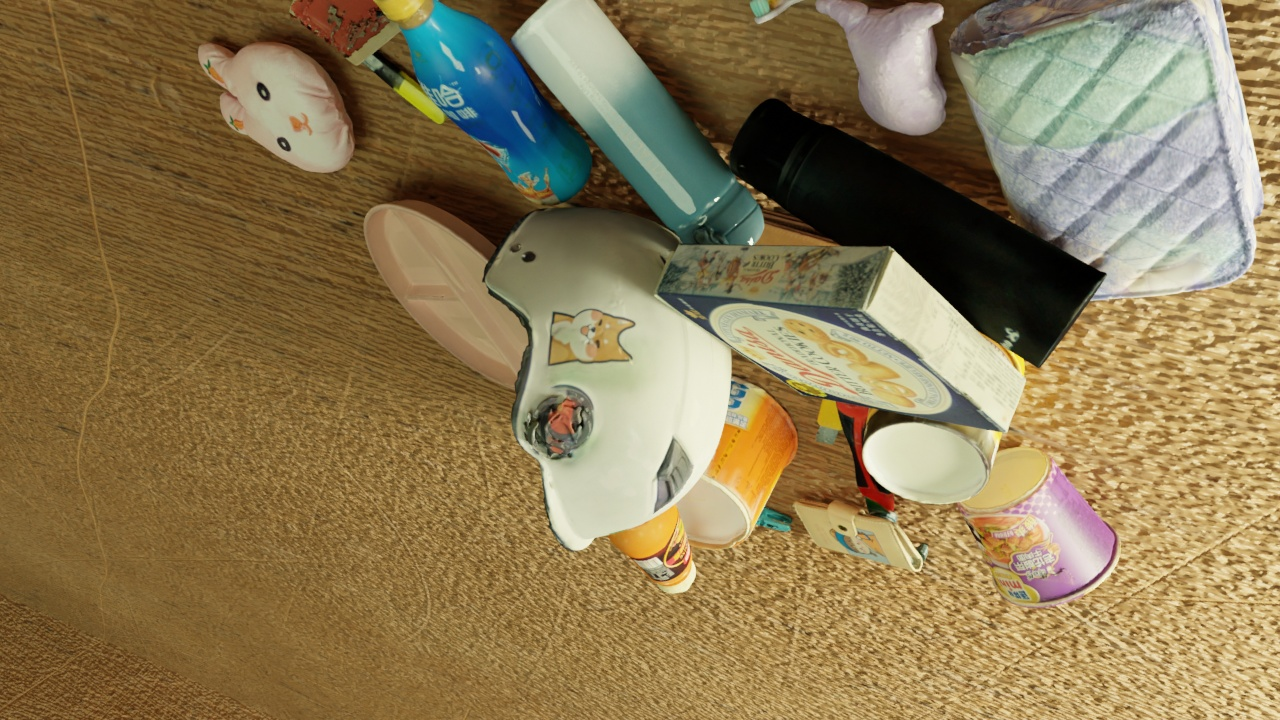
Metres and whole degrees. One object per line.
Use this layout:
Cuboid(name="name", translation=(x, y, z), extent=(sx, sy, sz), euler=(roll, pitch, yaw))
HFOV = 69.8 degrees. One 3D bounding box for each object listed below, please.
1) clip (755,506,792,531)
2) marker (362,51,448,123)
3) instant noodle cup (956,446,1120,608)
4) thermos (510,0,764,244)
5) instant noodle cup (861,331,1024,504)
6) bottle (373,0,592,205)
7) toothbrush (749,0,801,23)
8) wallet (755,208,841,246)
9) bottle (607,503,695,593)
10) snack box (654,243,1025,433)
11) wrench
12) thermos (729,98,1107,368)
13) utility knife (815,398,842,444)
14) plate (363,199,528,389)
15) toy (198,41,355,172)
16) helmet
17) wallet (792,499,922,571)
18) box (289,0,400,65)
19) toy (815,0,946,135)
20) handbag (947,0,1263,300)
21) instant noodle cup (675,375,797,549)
Cuboid(name="clip", translation=(0.135, 0.167, 0.981), extent=(0.057, 0.047, 0.014), euler=(19, 139, 7))
Cuboid(name="marker", translation=(-0.208, -0.238, 0.751), extent=(0.124, 0.015, 0.018), euler=(38, 139, -7))
Cuboid(name="instant noodle cup", translation=(0.326, 0.135, 0.774), extent=(0.112, 0.111, 0.099), euler=(-23, 111, 44))
Cuboid(name="thermos", translation=(0.003, -0.161, 0.651), extent=(0.220, 0.070, 0.070), euler=(48, 137, -13))
Cuboid(name="instant noodle cup", translation=(0.231, 0.039, 0.715), extent=(0.118, 0.114, 0.119), euler=(16, 139, 14))
Cuboid(name="bottle", translation=(-0.107, -0.188, 0.643), extent=(0.065, 0.065, 0.218), euler=(4, 160, 26))
Cuboid(name="toothbrush", translation=(0.152, -0.240, 0.539), extent=(0.190, 0.029, 0.021), euler=(-8, 169, 34))
Cuboid(name="wallet", translation=(0.112, -0.057, 0.743), extent=(0.108, 0.031, 0.132), euler=(18, 134, 15))
Cuboid(name="bottle", translation=(0.017, 0.173, 0.849), extent=(0.067, 0.066, 0.149), euler=(3, 141, 28))
Cuboid(name="snack box", translation=(0.132, -0.017, 0.615), extent=(0.178, 0.045, 0.183), euler=(31, 166, -37))
Cuboid(name="wrench", translation=(0.220, 0.111, 0.856), extent=(0.056, 0.016, 0.273), euler=(6, 141, 34))
Cuboid(name="thermos", translation=(0.175, -0.089, 0.607), extent=(0.242, 0.068, 0.090), euler=(37, -175, 22))
Cuboid(name="utility knife", translation=(0.175, 0.019, 0.802), extent=(0.033, 0.015, 0.181), euler=(34, 145, 25))
Cuboid(name="plate", translation=(-0.165, -0.060, 0.863), extent=(0.229, 0.028, 0.230), euler=(31, 152, 19))
Cuboid(name="toy", translation=(-0.321, -0.224, 0.804), extent=(0.160, 0.054, 0.121), euler=(18, 139, 24))
Cuboid(name="helmet", translation=(-0.004, 0.004, 0.729), extent=(0.157, 0.230, 0.274), euler=(-11, 87, 13))
Cuboid(name="wallet", translation=(0.214, 0.171, 0.916), extent=(0.115, 0.024, 0.087), euler=(8, 146, 46))
Cuboid(name="box", translation=(-0.170, -0.280, 0.611), extent=(0.169, 0.091, 0.075), euler=(-18, 143, 41))
Cuboid(name="toy", translation=(0.156, -0.180, 0.570), extent=(0.084, 0.039, 0.108), euler=(26, 167, 37))
Cuboid(name="handbag", translation=(0.277, -0.128, 0.542), extent=(0.134, 0.075, 0.194), euler=(-5, 129, 41))
Cuboid(name="instant noodle cup", translation=(0.064, 0.101, 0.878), extent=(0.151, 0.111, 0.152), euler=(16, 139, 14))
